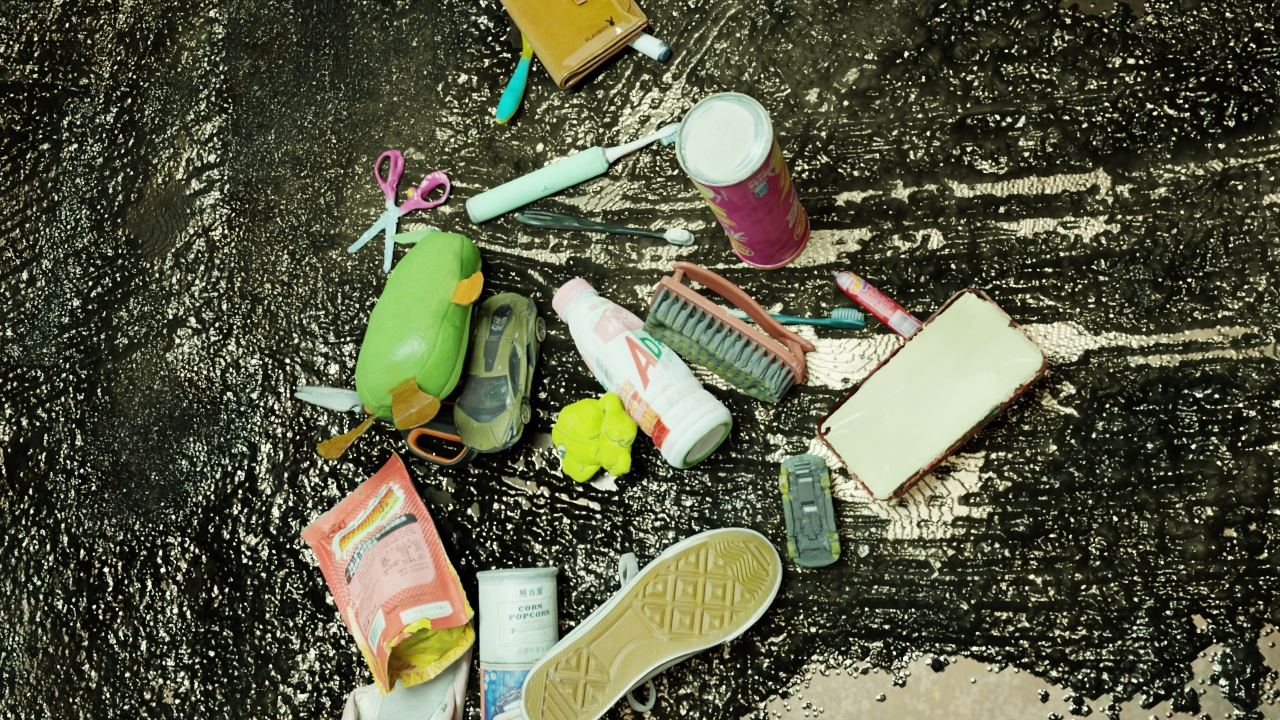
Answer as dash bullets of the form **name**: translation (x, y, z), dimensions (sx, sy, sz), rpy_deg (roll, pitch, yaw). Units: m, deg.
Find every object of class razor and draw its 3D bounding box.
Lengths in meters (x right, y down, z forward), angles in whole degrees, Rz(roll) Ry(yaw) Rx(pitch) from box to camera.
- **razor**: translation (-0.121, -0.293, 0.916), dimensions (0.043, 0.028, 0.132), rpy_deg (12, 78, 9)

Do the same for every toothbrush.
- **toothbrush**: translation (-0.065, -0.182, 0.881), dimensions (0.225, 0.027, 0.026), rpy_deg (-20, 40, 13)
- **toothbrush**: translation (0.102, -0.042, 0.810), dimensions (0.192, 0.016, 0.018), rpy_deg (5, 65, 18)
- **toothbrush**: translation (-0.036, -0.126, 0.868), dimensions (0.181, 0.018, 0.015), rpy_deg (10, 86, 20)

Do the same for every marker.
- **marker**: translation (-0.024, -0.328, 0.900), dimensions (0.131, 0.018, 0.022), rpy_deg (34, 81, 20)

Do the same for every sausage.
- **sausage**: translation (0.221, -0.030, 0.768), dimensions (0.156, 0.020, 0.020), rpy_deg (42, 94, 19)

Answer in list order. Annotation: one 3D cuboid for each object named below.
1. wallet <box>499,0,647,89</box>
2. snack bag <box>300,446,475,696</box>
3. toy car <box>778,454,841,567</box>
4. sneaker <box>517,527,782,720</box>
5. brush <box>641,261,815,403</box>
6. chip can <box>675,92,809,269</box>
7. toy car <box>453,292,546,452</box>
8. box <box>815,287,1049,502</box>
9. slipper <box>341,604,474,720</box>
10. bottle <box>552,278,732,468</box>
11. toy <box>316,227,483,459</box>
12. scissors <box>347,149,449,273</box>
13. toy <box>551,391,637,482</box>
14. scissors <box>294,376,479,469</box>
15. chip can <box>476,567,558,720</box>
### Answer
- **wallet**: translation (-0.062, -0.345, 0.890), dimensions (0.119, 0.035, 0.130), rpy_deg (-35, 73, 8)
- **snack bag**: translation (-0.229, 0.186, 0.828), dimensions (0.128, 0.073, 0.208), rpy_deg (-45, 51, 4)
- **toy car**: translation (0.140, 0.123, 0.755), dimensions (0.043, 0.036, 0.091), rpy_deg (-8, 77, 14)
- **sneaker**: translation (0.006, 0.220, 0.755), dimensions (0.240, 0.088, 0.118), rpy_deg (-33, 84, -14)
- **brush**: translation (0.077, -0.025, 0.779), dimensions (0.146, 0.063, 0.069), rpy_deg (31, 72, 1)
- **chip can**: translation (0.086, -0.134, 0.727), dimensions (0.071, 0.210, 0.071), rpy_deg (-3, 79, 17)
- **toy car**: translation (-0.131, 0.009, 0.844), dimensions (0.070, 0.042, 0.157), rpy_deg (-4, 62, 16)
- **box**: translation (0.225, 0.030, 0.710), dimensions (0.168, 0.079, 0.091), rpy_deg (-46, 71, 16)
- **slipper**: translation (-0.215, 0.336, 0.815), dimensions (0.114, 0.054, 0.274), rpy_deg (11, 81, 19)
- **bottle**: translation (-0.005, 0.005, 0.810), dimensions (0.068, 0.068, 0.197), rpy_deg (-44, 66, 5)
- **toy**: translation (-0.202, -0.024, 0.831), dimensions (0.228, 0.090, 0.246), rpy_deg (-24, 44, 43)
- **scissors**: translation (-0.256, -0.159, 0.943), dimensions (0.133, 0.017, 0.125), rpy_deg (-37, 74, 11)
- **toy**: translation (-0.041, 0.067, 0.806), dimensions (0.100, 0.031, 0.097), rpy_deg (26, 114, 41)
- **scissors**: translation (-0.243, 0.035, 0.905), dimensions (0.235, 0.022, 0.136), rpy_deg (30, 81, 27)
- **chip can**: translation (-0.102, 0.288, 0.781), dimensions (0.071, 0.071, 0.214), rpy_deg (-5, 80, 16)
